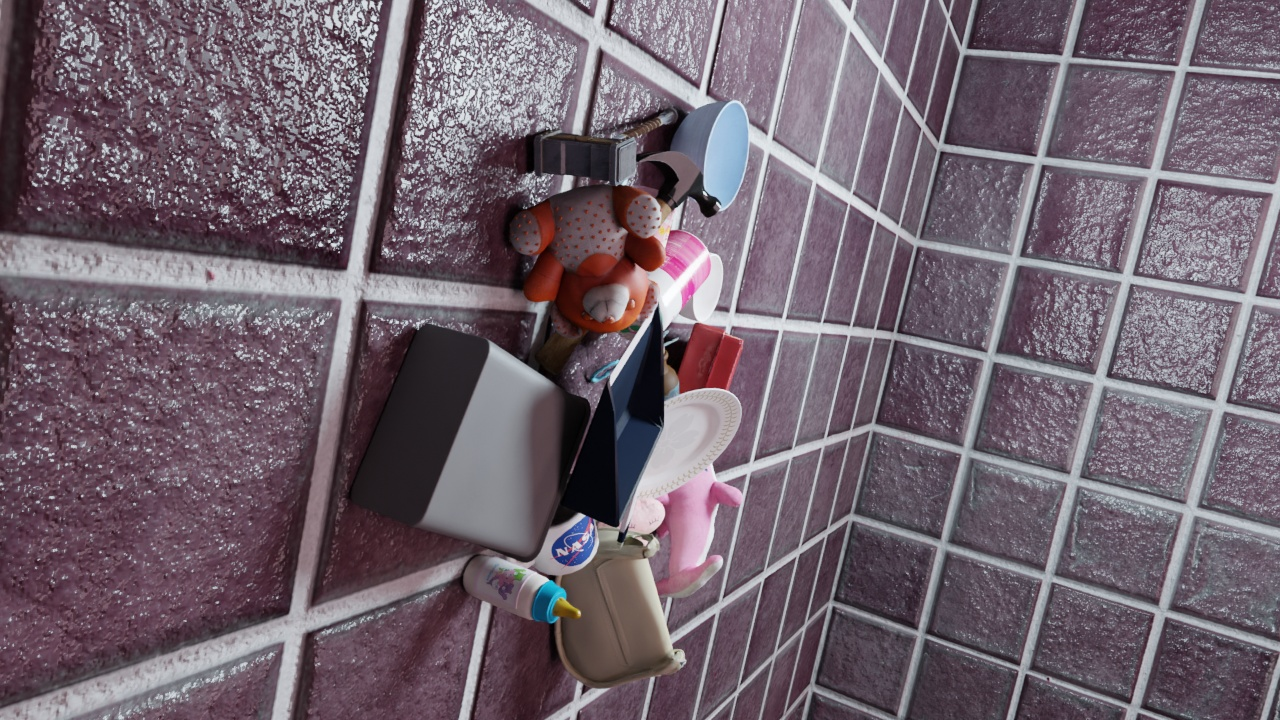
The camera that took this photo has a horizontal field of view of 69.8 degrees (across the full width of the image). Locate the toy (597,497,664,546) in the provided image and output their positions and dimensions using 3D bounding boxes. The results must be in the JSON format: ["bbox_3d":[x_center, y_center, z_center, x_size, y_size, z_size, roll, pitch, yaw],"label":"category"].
[{"bbox_3d":[-0.015,0.249,1.358,0.108,0.053,0.105,-17,138,-27],"label":"toy"}]

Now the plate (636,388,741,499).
[{"bbox_3d":[0.037,0.122,1.313,0.242,0.016,0.243,-22,145,-17],"label":"plate"}]

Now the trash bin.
[{"bbox_3d":[-0.162,0.090,0.933,0.220,0.098,0.191,41,66,-61],"label":"trash bin"}]

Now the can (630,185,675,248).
[{"bbox_3d":[0.006,-0.177,1.167,0.067,0.067,0.076,11,94,-65],"label":"can"}]

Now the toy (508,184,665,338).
[{"bbox_3d":[-0.049,-0.101,1.001,0.092,0.164,0.173,-105,-178,-56],"label":"toy"}]

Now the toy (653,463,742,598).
[{"bbox_3d":[0.060,0.242,1.455,0.127,0.187,0.264,30,46,-27],"label":"toy"}]

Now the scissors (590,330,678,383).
[{"bbox_3d":[-0.007,0.008,1.240,0.136,0.015,0.126,-22,157,-12],"label":"scissors"}]

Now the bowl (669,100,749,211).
[{"bbox_3d":[0.088,-0.287,1.268,0.150,0.075,0.151,-40,138,-50],"label":"bowl"}]

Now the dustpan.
[{"bbox_3d":[-0.013,0.099,1.088,0.235,0.080,0.274,-60,172,-62],"label":"dustpan"}]

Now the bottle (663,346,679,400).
[{"bbox_3d":[0.022,0.044,1.319,0.067,0.068,0.157,-45,142,-47],"label":"bottle"}]

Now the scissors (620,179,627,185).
[{"bbox_3d":[-0.045,-0.162,1.131,0.174,0.017,0.076,-67,151,-14],"label":"scissors"}]

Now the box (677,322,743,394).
[{"bbox_3d":[0.108,0.026,1.423,0.158,0.087,0.129,67,40,-77],"label":"box"}]

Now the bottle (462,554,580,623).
[{"bbox_3d":[-0.130,0.261,1.030,0.051,0.146,0.051,-41,138,-51],"label":"bottle"}]

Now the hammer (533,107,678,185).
[{"bbox_3d":[-0.012,-0.266,1.083,0.321,0.098,0.044,-48,144,-59],"label":"hammer"}]

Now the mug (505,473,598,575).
[{"bbox_3d":[-0.114,0.206,1.110,0.121,0.091,0.090,-36,137,-27],"label":"mug"}]

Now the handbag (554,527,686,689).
[{"bbox_3d":[-0.024,0.328,1.268,0.131,0.184,0.229,-43,123,-53],"label":"handbag"}]

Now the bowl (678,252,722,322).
[{"bbox_3d":[0.078,-0.113,1.368,0.104,0.054,0.105,-44,143,-48],"label":"bowl"}]

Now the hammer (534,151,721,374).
[{"bbox_3d":[-0.028,-0.117,1.096,0.132,0.040,0.305,43,77,-33],"label":"hammer"}]

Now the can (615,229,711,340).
[{"bbox_3d":[0.025,-0.101,1.221,0.165,0.088,0.088,-51,145,-42],"label":"can"}]
